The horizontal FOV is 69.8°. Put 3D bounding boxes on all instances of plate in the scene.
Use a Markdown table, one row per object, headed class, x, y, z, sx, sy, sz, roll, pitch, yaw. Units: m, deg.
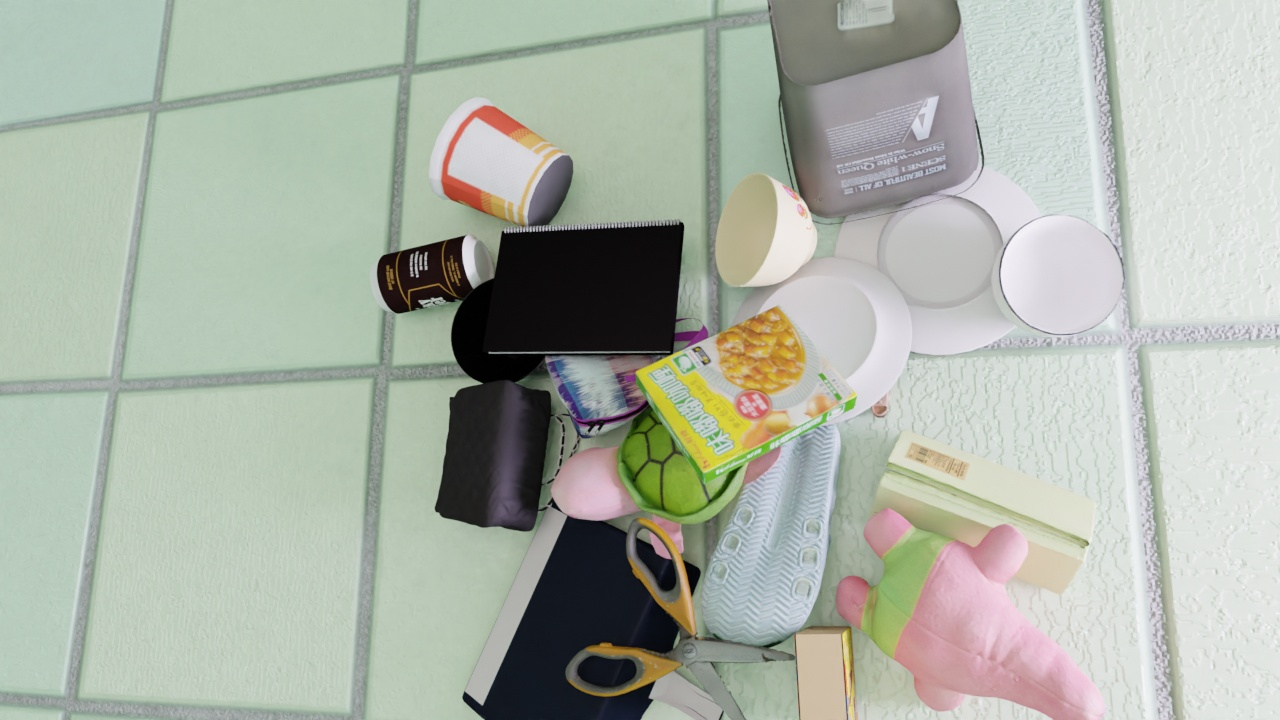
| class | x | y | z | sx | sy | sz | roll | pitch | yaw |
| --- | --- | --- | --- | --- | --- | --- | --- | --- | --- |
| plate | 0.175 | -0.026 | 0.927 | 0.189 | 0.016 | 0.188 | -11 | 63 | 21 |
| plate | 0.303 | -0.109 | 0.933 | 0.209 | 0.015 | 0.208 | -4 | 77 | 16 |

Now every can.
| class | x | y | z | sx | sy | sz | roll | pitch | yaw |
| --- | --- | --- | --- | --- | --- | --- | --- | --- | --- |
| can | -0.240 | -0.099 | 1.062 | 0.129 | 0.072 | 0.072 | -11 | 75 | 14 |

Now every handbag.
| class | x | y | z | sx | sy | sz | roll | pitch | yaw |
| --- | --- | --- | --- | --- | --- | --- | --- | --- | --- |
| handbag | -0.006 | 0.006 | 0.966 | 0.170 | 0.068 | 0.144 | -24 | 39 | -3 |
| handbag | -0.150 | 0.105 | 0.997 | 0.125 | 0.114 | 0.153 | -3 | 79 | 40 |

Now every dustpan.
| class | x | y | z | sx | sy | sz | roll | pitch | yaw |
| --- | --- | --- | --- | --- | --- | --- | --- | --- | --- |
| dustpan | -0.024 | 0.302 | 0.926 | 0.273 | 0.080 | 0.236 | 20 | 83 | 40 |

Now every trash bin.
| class | x | y | z | sx | sy | sz | roll | pitch | yaw |
| --- | --- | --- | --- | --- | --- | --- | --- | --- | --- |
| trash bin | 0.219 | -0.276 | 0.878 | 0.198 | 0.220 | 0.197 | -12 | 69 | 14 |

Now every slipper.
| class | x | y | z | sx | sy | sz | roll | pitch | yaw |
| --- | --- | --- | --- | --- | --- | --- | --- | --- | --- |
| slipper | 0.138 | 0.164 | 0.892 | 0.104 | 0.074 | 0.244 | 10 | 65 | 23 |

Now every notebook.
| class | x | y | z | sx | sy | sz | roll | pitch | yaw |
| --- | --- | --- | --- | --- | --- | --- | --- | --- | --- |
| notebook | -0.061 | -0.077 | 0.973 | 0.207 | 0.016 | 0.148 | 0 | 71 | 17 |

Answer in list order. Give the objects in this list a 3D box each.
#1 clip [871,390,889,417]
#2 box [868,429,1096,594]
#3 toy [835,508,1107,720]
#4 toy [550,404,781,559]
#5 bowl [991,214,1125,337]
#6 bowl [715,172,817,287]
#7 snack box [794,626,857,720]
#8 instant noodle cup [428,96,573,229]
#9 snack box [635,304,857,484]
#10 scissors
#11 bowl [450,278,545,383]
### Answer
| class | x | y | z | sx | sy | sz | roll | pitch | yaw |
| --- | --- | --- | --- | --- | --- | --- | --- | --- | --- |
| clip | 0.238 | 0.024 | 0.913 | 0.024 | 0.045 | 0.062 | -5 | 62 | 17 |
| box | 0.314 | 0.148 | 0.857 | 0.188 | 0.091 | 0.083 | 22 | 120 | 21 |
| toy | 0.289 | 0.234 | 0.804 | 0.237 | 0.096 | 0.192 | 31 | 112 | 35 |
| toy | 0.026 | 0.101 | 0.916 | 0.238 | 0.088 | 0.189 | -17 | 56 | 17 |
| bowl | 0.386 | -0.076 | 0.869 | 0.113 | 0.063 | 0.113 | 0 | 84 | 2 |
| bowl | 0.139 | -0.128 | 0.950 | 0.074 | 0.118 | 0.118 | 9 | 77 | -25 |
| snack box | 0.168 | 0.288 | 0.824 | 0.040 | 0.126 | 0.088 | -5 | 76 | 15 |
| instant noodle cup | -0.152 | -0.216 | 1.043 | 0.121 | 0.123 | 0.123 | 29 | 87 | 13 |
| snack box | 0.099 | 0.027 | 0.877 | 0.168 | 0.027 | 0.132 | -25 | 56 | -13 |
| scissors | 0.030 | 0.248 | 0.848 | 0.226 | 0.016 | 0.224 | -8 | 80 | 21 |
| bowl | -0.144 | -0.028 | 1.028 | 0.124 | 0.052 | 0.124 | -4 | 76 | 16 |
